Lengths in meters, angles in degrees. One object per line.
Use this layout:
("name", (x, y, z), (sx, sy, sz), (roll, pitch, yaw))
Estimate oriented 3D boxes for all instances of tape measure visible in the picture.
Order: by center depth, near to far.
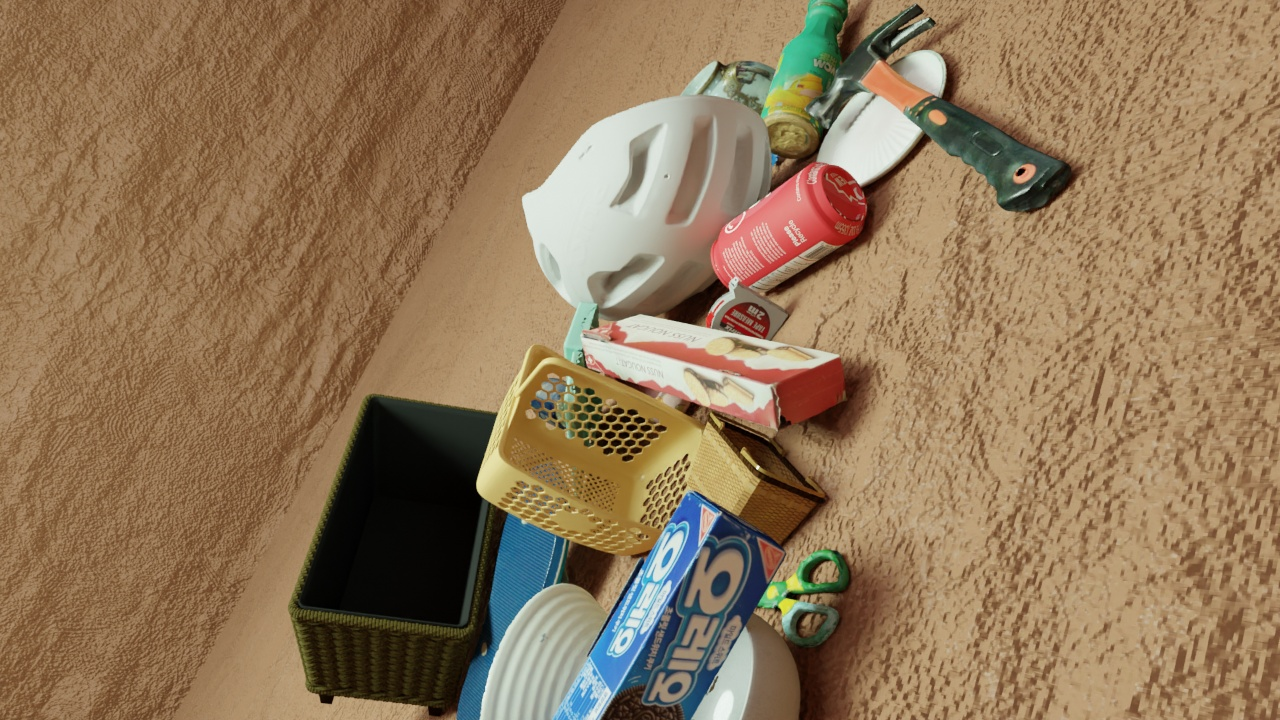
("tape measure", (0.093, -0.036, 0.835), (0.062, 0.060, 0.020), (-56, 22, 15))

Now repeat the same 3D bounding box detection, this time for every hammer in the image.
("hammer", (0.240, -0.201, 0.751), (0.133, 0.033, 0.332), (-48, 30, 19))

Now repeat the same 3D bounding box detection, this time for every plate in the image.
("plate", (0.224, -0.219, 0.855), (0.157, 0.014, 0.156), (-46, 26, 29))

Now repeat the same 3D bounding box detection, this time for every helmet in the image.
("helmet", (0.016, -0.159, 0.958), (0.283, 0.223, 0.183), (-44, 62, 27))

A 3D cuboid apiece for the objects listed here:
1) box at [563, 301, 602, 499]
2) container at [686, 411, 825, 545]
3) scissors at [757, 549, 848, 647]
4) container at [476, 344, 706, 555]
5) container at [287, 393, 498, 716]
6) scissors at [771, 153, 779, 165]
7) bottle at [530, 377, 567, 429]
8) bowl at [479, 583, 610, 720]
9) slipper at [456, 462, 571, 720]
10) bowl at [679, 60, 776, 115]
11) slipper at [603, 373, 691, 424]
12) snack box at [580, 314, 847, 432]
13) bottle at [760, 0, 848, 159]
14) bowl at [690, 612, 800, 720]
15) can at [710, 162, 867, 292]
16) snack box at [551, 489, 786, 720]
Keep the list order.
("box", (-0.062, 0.049, 0.961), (0.187, 0.033, 0.136), (90, -168, -48))
("container", (0.081, 0.093, 0.699), (0.061, 0.063, 0.114), (-62, 22, 10))
("scissors", (0.094, 0.170, 0.638), (0.131, 0.014, 0.070), (-26, 39, 51))
("container", (-0.033, 0.077, 0.794), (0.167, 0.183, 0.129), (-45, 25, 45))
("container", (-0.265, 0.227, 1.049), (0.320, 0.176, 0.205), (-90, 12, -52))
("scissors", (0.156, -0.258, 1.054), (0.133, 0.015, 0.104), (-60, 19, -16))
("bottle", (-0.106, 0.051, 1.139), (0.056, 0.056, 0.161), (-61, 23, -7))
("bowl", (-0.035, 0.253, 0.655), (0.071, 0.177, 0.176), (-1, 54, 27))
("slipper", (-0.108, 0.249, 0.898), (0.118, 0.060, 0.295), (13, 86, 61))
("bowl", (0.099, -0.293, 1.077), (0.160, 0.094, 0.159), (-44, 21, 21))
("slipper", (-0.006, 0.006, 0.961), (0.093, 0.081, 0.197), (-57, 25, 5))
("snack box", (0.049, 0.001, 0.781), (0.076, 0.044, 0.273), (-20, 20, -29))
("bottle", (0.183, -0.316, 0.992), (0.068, 0.068, 0.209), (-23, 41, 54))
("bowl", (0.051, 0.225, 0.585), (0.132, 0.064, 0.131), (-45, 26, 29))
("can", (0.133, -0.117, 0.835), (0.143, 0.074, 0.074), (-32, 34, 47))
("snack box", (0.002, 0.193, 0.563), (0.226, 0.059, 0.059), (-60, 19, -3))
